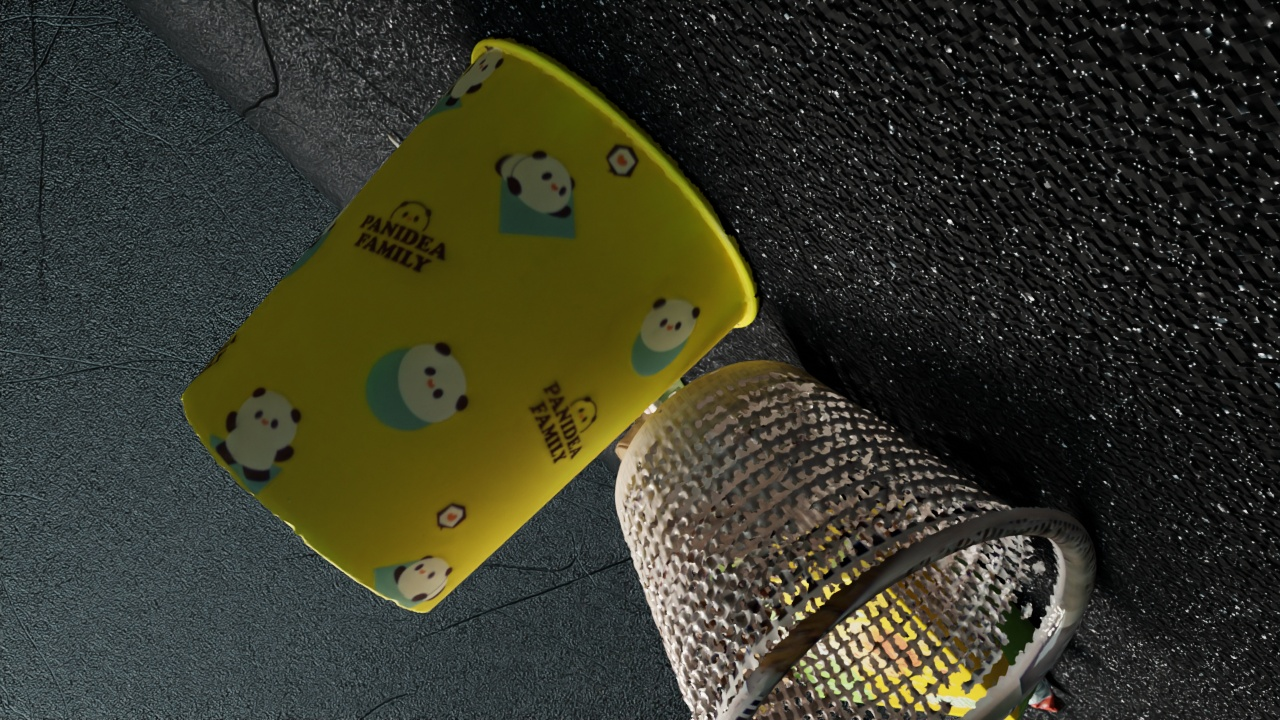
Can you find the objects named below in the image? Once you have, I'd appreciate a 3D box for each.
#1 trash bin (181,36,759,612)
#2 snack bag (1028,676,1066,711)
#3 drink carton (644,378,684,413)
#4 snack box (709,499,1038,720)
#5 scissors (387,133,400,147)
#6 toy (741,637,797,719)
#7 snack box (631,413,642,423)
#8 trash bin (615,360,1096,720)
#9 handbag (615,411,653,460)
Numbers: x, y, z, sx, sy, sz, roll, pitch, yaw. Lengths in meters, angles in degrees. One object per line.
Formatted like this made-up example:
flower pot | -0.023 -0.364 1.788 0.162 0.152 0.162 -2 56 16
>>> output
trash bin | -0.099 -0.011 0.536 0.229 0.255 0.230 41 171 8
snack bag | 0.295 0.241 0.721 0.105 0.026 0.045 49 178 -29
drink carton | -0.005 0.005 0.864 0.053 0.045 0.122 34 168 41
snack box | 0.166 0.189 0.690 0.157 0.069 0.211 45 149 -13
scissors | -0.190 -0.160 1.001 0.226 0.015 0.189 43 171 3
toy | 0.126 0.225 0.834 0.083 0.225 0.143 -18 101 39
snack box | -0.069 0.044 1.124 0.118 0.105 0.117 36 169 43
trash bin | 0.089 0.110 0.504 0.227 0.227 0.192 52 180 -44
handbag | 0.071 0.127 0.951 0.148 0.099 0.204 24 160 42
